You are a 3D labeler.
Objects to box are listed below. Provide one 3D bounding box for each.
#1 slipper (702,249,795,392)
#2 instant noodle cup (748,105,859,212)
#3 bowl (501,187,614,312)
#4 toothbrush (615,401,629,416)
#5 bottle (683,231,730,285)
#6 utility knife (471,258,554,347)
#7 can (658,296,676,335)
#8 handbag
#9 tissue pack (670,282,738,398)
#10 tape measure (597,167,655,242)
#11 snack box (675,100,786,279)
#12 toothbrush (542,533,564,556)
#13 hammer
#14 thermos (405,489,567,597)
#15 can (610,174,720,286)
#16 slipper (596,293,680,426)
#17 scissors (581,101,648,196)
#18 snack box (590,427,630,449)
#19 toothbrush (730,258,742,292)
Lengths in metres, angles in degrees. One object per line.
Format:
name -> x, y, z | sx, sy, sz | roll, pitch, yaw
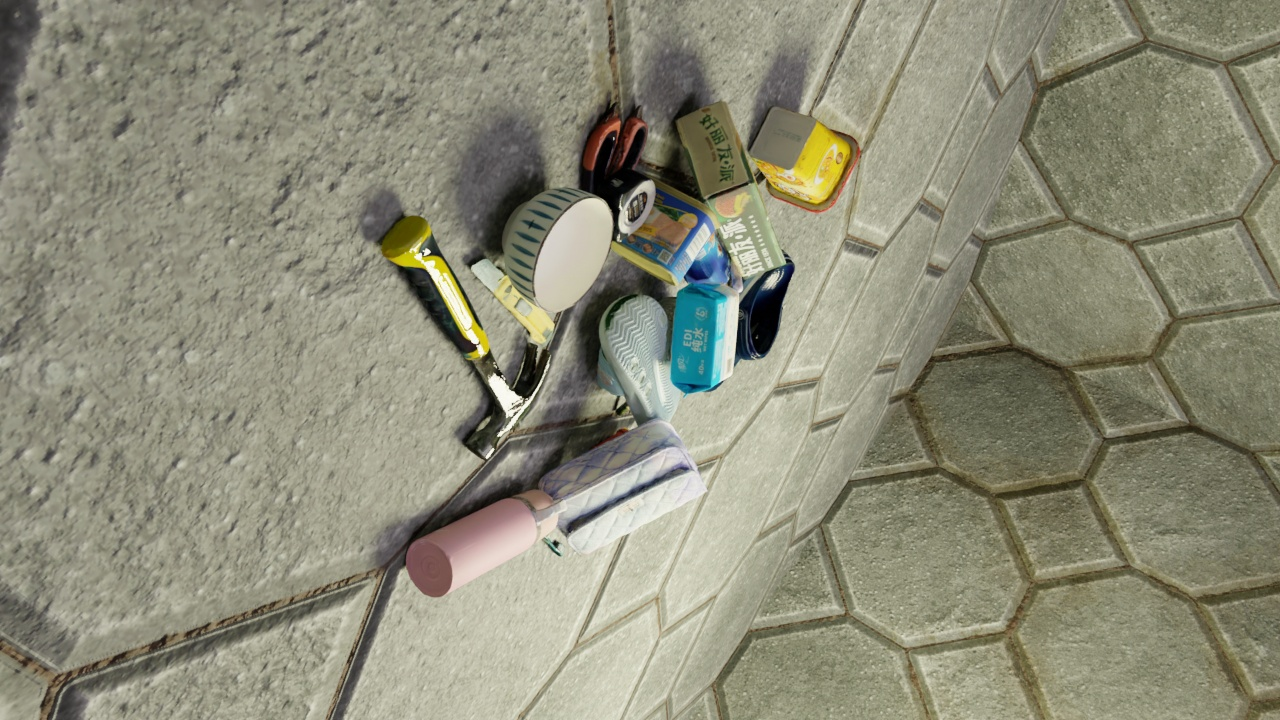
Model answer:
slipper -> 0.160, -0.047, 1.351 | 0.104, 0.095, 0.253 | -8, 137, -46
instant noodle cup -> 0.217, -0.278, 1.244 | 0.123, 0.116, 0.116 | 21, 97, -56
bowl -> -0.085, -0.110, 0.854 | 0.116, 0.066, 0.117 | -44, 151, -33
toothbrush -> 0.032, 0.013, 1.211 | 0.186, 0.012, 0.017 | -42, 145, 19
bottle -> 0.079, -0.129, 1.172 | 0.065, 0.065, 0.218 | -59, 157, -6
utility knife -> -0.123, -0.057, 0.908 | 0.031, 0.021, 0.198 | -56, 152, -8
can -> 0.054, -0.028, 1.244 | 0.057, 0.058, 0.147 | -55, 156, -15
handbag -> -0.023, 0.165, 1.161 | 0.194, 0.075, 0.134 | -28, 138, 3
tissue pack -> 0.076, -0.029, 1.130 | 0.089, 0.063, 0.140 | -23, 120, -64
tape measure -> -0.016, -0.162, 0.941 | 0.065, 0.033, 0.066 | -41, 153, -37
snack box -> 0.112, -0.195, 1.094 | 0.063, 0.114, 0.240 | -20, 158, 11
toothbrush -> -0.127, 0.227, 1.217 | 0.018, 0.016, 0.192 | -63, 159, -22
hammer -> -0.157, -0.023, 0.850 | 0.126, 0.032, 0.324 | -53, 155, -20
thermos -> -0.162, 0.196, 1.024 | 0.198, 0.087, 0.067 | -16, 86, -57
can -> 0.021, -0.141, 0.996 | 0.083, 0.102, 0.057 | -56, 157, -5
slipper -> -0.007, 0.007, 1.134 | 0.103, 0.074, 0.246 | -60, 151, -27
scissors -> -0.056, -0.157, 0.928 | 0.204, 0.015, 0.197 | -48, 155, -28
snack box -> -0.030, 0.151, 1.252 | 0.079, 0.082, 0.091 | -19, 132, -44
toothbrush -> 0.133, -0.122, 1.250 | 0.188, 0.021, 0.029 | -74, 171, -69
